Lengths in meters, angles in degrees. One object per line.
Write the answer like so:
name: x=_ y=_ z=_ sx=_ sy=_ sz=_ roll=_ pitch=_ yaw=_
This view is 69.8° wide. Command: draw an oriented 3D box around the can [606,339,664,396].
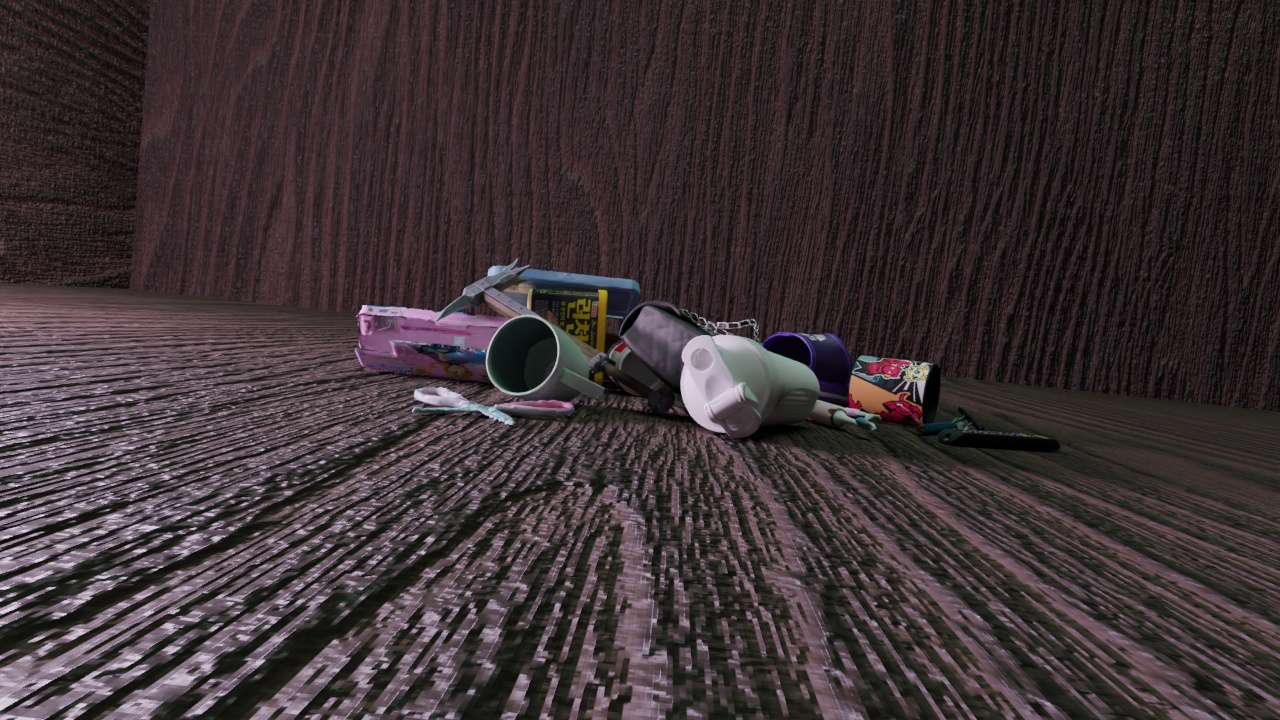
can: x=-0.007 y=0.007 z=1.241 sx=0.070 sy=0.070 sz=0.132 roll=5 pitch=3 yaw=-9

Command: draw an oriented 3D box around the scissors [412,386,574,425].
scissors: x=-0.148 y=0.043 z=0.860 sx=0.177 sy=0.013 sz=0.170 roll=12 pitch=9 yaw=43

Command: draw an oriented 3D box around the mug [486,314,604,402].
mug: x=-0.089 y=0.012 z=0.959 sx=0.111 sy=0.084 sz=0.104 roll=26 pitch=-3 yaw=24

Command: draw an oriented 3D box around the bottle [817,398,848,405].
bottle: x=0.300 y=0.042 z=1.419 sx=0.173 sy=0.046 sz=0.084 roll=4 pitch=4 yaw=-33

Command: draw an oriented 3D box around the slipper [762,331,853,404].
slipper: x=0.258 y=0.003 z=1.280 sx=0.266 sy=0.084 sz=0.107 roll=13 pitch=12 yaw=-32

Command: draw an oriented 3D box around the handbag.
handbag: x=0.061 y=-0.021 z=1.029 sx=0.125 sy=0.115 sz=0.153 roll=37 pitch=8 yaw=27

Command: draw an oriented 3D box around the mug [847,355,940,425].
mug: x=0.339 y=0.048 z=1.212 sx=0.098 sy=0.081 sz=0.118 roll=8 pitch=-24 yaw=30

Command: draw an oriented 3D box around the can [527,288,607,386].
can: x=-0.098 y=-0.029 z=1.198 sx=0.101 sy=0.131 sz=0.072 roll=3 pitch=3 yaw=-4

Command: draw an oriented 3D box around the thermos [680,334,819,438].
thermos: x=0.120 y=0.029 z=0.939 sx=0.099 sy=0.099 sz=0.220 roll=8 pitch=0 yaw=29

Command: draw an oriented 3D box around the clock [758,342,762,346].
clock: x=0.158 y=0.015 z=1.402 sx=0.122 sy=0.045 sz=0.159 roll=6 pitch=-19 yaw=-9

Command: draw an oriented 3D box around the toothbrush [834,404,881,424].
toothbrush: x=0.255 y=0.065 z=1.192 sx=0.022 sy=0.015 sz=0.155 roll=6 pitch=2 yaw=-26

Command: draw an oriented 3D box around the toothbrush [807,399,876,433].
toothbrush: x=0.218 y=0.062 z=1.068 sx=0.026 sy=0.027 sz=0.223 roll=35 pitch=-4 yaw=-13

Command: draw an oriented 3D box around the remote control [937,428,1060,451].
remote control: x=0.402 y=0.089 z=1.027 sx=0.146 sy=0.015 sz=0.033 roll=5 pitch=3 yaw=-19

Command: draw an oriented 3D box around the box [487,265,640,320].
box: x=-0.110 y=-0.084 z=1.265 sx=0.209 sy=0.043 sz=0.125 roll=6 pitch=-17 yaw=-11

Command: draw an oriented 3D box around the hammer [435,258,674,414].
hammer: x=-0.089 y=-0.018 z=1.059 sx=0.317 sy=0.028 sz=0.146 roll=30 pitch=47 yaw=30

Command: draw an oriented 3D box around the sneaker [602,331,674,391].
sneaker: x=0.038 y=-0.004 z=1.368 sx=0.239 sy=0.086 sz=0.122 roll=5 pitch=5 yaw=15

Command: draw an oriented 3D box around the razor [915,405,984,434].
razor: x=0.373 y=0.080 z=1.121 sx=0.143 sy=0.022 sz=0.042 roll=-3 pitch=45 yaw=-46

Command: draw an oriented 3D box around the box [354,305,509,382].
box: x=-0.232 y=-0.008 z=1.117 sx=0.230 sy=0.085 sz=0.070 roll=6 pitch=31 yaw=-1
